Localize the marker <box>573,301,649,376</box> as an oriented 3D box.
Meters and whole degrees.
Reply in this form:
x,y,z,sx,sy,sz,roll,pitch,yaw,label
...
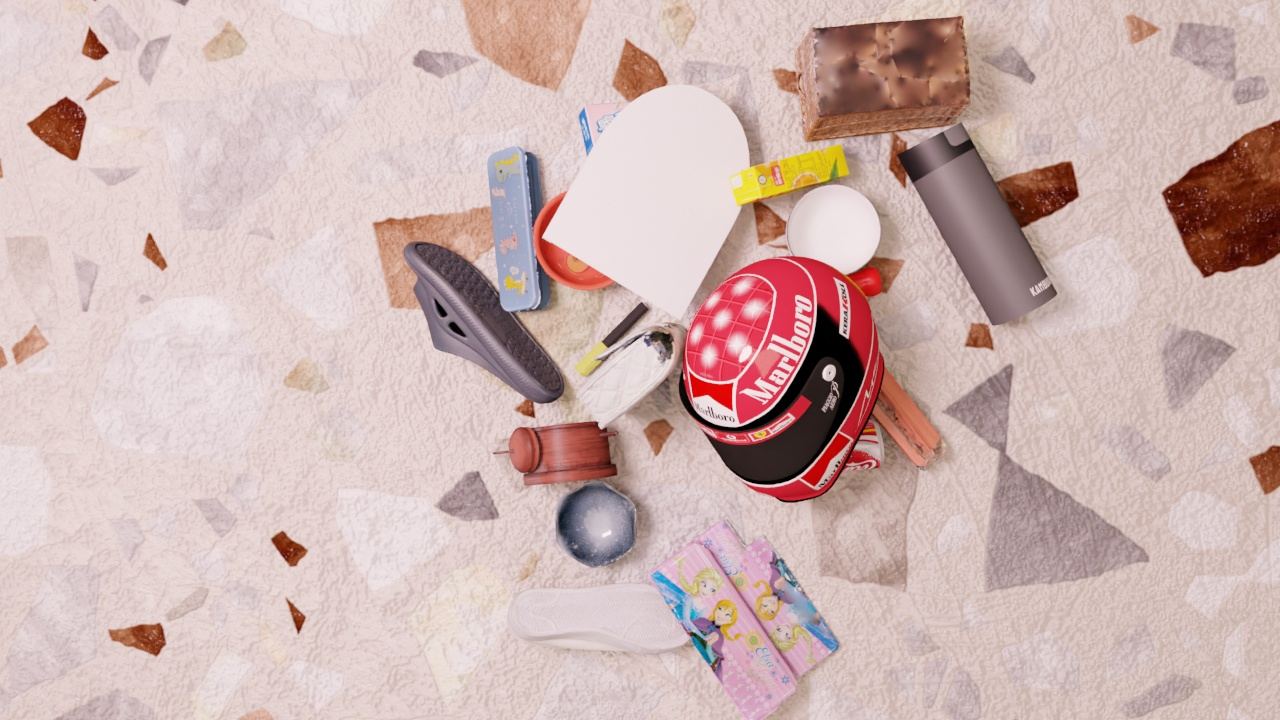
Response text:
x,y,z,sx,sy,sz,roll,pitch,yaw,label
-0.036,-0.028,1.189,0.124,0.017,0.021,-45,44,4,marker

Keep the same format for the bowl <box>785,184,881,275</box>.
x,y,z,sx,sy,sz,roll,pitch,yaw,label
0.236,-0.158,1.137,0.113,0.063,0.113,0,93,5,bowl

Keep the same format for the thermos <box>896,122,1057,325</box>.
x,y,z,sx,sy,sz,roll,pitch,yaw,label
0.407,-0.167,1.112,0.082,0.082,0.240,-29,90,6,thermos

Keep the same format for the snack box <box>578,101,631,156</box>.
x,y,z,sx,sy,sz,roll,pitch,yaw,label
-0.019,-0.244,1.142,0.087,0.033,0.154,-10,84,-22,snack box

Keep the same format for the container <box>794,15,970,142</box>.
x,y,z,sx,sy,sz,roll,pitch,yaw,label
0.288,-0.338,1.098,0.198,0.112,0.114,-5,92,4,container

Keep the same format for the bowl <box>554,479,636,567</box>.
x,y,z,sx,sy,sz,roll,pitch,yaw,label
-0.054,0.207,1.185,0.110,0.055,0.110,0,93,5,bowl

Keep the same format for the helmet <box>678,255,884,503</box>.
x,y,z,sx,sy,sz,roll,pitch,yaw,label
0.153,0.010,1.053,0.198,0.224,0.270,17,81,47,helmet

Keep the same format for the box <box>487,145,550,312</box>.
x,y,z,sx,sy,sz,roll,pitch,yaw,label
-0.159,-0.166,1.165,0.068,0.059,0.210,-5,87,6,box

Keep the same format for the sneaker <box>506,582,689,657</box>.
x,y,z,sx,sy,sz,roll,pitch,yaw,label
-0.055,0.336,1.188,0.242,0.091,0.089,7,63,-13,sneaker

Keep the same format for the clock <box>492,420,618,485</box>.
x,y,z,sx,sy,sz,roll,pitch,yaw,label
-0.106,0.117,1.154,0.157,0.120,0.072,-5,85,-3,clock

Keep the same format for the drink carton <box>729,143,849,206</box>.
x,y,z,sx,sy,sz,roll,pitch,yaw,label
0.180,-0.225,1.111,0.134,0.059,0.043,-19,96,-24,drink carton

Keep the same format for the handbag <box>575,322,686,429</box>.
x,y,z,sx,sy,sz,roll,pitch,yaw,label
-0.007,0.006,1.101,0.139,0.194,0.072,-41,89,7,handbag

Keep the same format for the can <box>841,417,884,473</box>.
x,y,z,sx,sy,sz,roll,pitch,yaw,label
0.247,0.110,1.150,0.105,0.064,0.064,-9,92,5,can

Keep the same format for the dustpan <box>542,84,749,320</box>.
x,y,z,sx,sy,sz,roll,pitch,yaw,label
0.023,-0.208,1.123,0.191,0.053,0.257,31,83,-12,dustpan

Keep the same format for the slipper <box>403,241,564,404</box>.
x,y,z,sx,sy,sz,roll,pitch,yaw,label
-0.210,-0.038,1.170,0.083,0.110,0.268,-40,95,21,slipper

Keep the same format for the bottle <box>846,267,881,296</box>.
x,y,z,sx,sy,sz,roll,pitch,yaw,label
0.240,-0.088,1.154,0.119,0.036,0.036,-12,92,6,bottle

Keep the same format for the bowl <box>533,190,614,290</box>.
x,y,z,sx,sy,sz,roll,pitch,yaw,label
-0.071,-0.150,1.165,0.130,0.045,0.130,1,85,-8,bowl

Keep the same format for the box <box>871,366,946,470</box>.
x,y,z,sx,sy,sz,roll,pitch,yaw,label
0.303,0.063,1.153,0.188,0.056,0.064,52,132,2,box

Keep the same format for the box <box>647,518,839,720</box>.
x,y,z,sx,sy,sz,roll,pitch,yaw,label
0.136,0.322,1.169,0.159,0.035,0.230,-35,89,-9,box
